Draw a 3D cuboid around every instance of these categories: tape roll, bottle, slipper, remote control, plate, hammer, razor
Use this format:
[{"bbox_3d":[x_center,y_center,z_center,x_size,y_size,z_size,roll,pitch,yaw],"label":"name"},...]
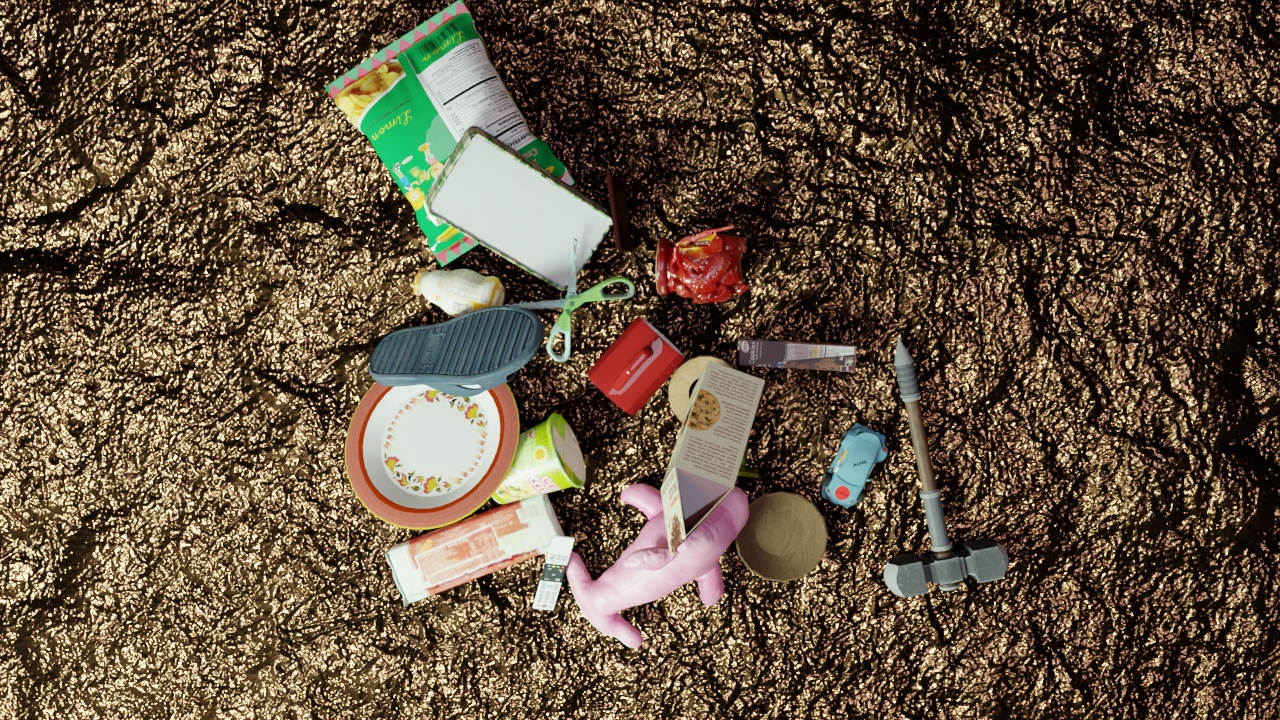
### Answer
[{"bbox_3d":[0.082,0.040,1.163,0.094,0.027,0.094,0,95,2],"label":"tape roll"},{"bbox_3d":[-0.226,-0.085,1.146,0.108,0.063,0.063,17,96,0],"label":"bottle"},{"bbox_3d":[-0.217,0.003,1.124,0.264,0.082,0.101,-6,55,31],"label":"slipper"},{"bbox_3d":[-0.112,0.272,1.179,0.028,0.011,0.124,10,118,-15],"label":"remote control"},{"bbox_3d":[0.076,-0.116,1.113,0.111,0.099,0.099,3,95,8],"label":"bottle"},{"bbox_3d":[-0.258,0.099,1.147,0.230,0.021,0.229,-4,68,11],"label":"plate"},{"bbox_3d":[0.358,0.131,1.158,0.156,0.043,0.322,-12,92,3],"label":"hammer"},{"bbox_3d":[0.133,0.095,1.171,0.042,0.026,0.106,4,91,4],"label":"razor"}]

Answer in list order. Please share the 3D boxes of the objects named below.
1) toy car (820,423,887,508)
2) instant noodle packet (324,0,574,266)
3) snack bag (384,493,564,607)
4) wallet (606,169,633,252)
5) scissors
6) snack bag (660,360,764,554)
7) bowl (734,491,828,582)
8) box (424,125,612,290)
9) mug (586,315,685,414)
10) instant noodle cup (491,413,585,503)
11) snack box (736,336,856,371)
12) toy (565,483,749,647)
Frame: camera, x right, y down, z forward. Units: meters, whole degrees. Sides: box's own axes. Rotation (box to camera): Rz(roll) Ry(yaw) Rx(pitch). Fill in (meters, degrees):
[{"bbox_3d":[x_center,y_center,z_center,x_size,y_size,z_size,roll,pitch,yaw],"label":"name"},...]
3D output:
[{"bbox_3d":[0.272,0.137,1.165,0.060,0.027,0.108,25,96,0],"label":"toy car"},{"bbox_3d":[-0.230,-0.273,1.114,0.195,0.090,0.253,-32,99,3],"label":"instant noodle packet"},{"bbox_3d":[-0.213,0.242,1.189,0.225,0.041,0.077,-21,94,6],"label":"snack bag"},{"bbox_3d":[-0.026,-0.176,1.103,0.018,0.115,0.091,-7,95,4],"label":"wallet"},{"bbox_3d":[-0.085,-0.072,1.133,0.171,0.021,0.172,-7,129,-20],"label":"scissors"},{"bbox_3d":[0.073,0.118,1.062,0.070,0.094,0.206,20,65,0],"label":"snack bag"},{"bbox_3d":[0.179,0.222,1.175,0.118,0.030,0.118,0,95,2],"label":"bowl"},{"bbox_3d":[-0.143,-0.179,1.097,0.205,0.050,0.118,28,105,-26],"label":"box"},{"bbox_3d":[-0.007,0.007,1.119,0.080,0.116,0.096,43,95,3],"label":"mug"},{"bbox_3d":[-0.138,0.131,1.152,0.108,0.098,0.099,-22,94,11],"label":"instant noodle cup"},{"bbox_3d":[0.192,-0.008,1.143,0.141,0.051,0.032,3,95,2],"label":"snack box"},{"bbox_3d":[0.020,0.246,1.137,0.266,0.127,0.186,-39,84,14],"label":"toy"}]
